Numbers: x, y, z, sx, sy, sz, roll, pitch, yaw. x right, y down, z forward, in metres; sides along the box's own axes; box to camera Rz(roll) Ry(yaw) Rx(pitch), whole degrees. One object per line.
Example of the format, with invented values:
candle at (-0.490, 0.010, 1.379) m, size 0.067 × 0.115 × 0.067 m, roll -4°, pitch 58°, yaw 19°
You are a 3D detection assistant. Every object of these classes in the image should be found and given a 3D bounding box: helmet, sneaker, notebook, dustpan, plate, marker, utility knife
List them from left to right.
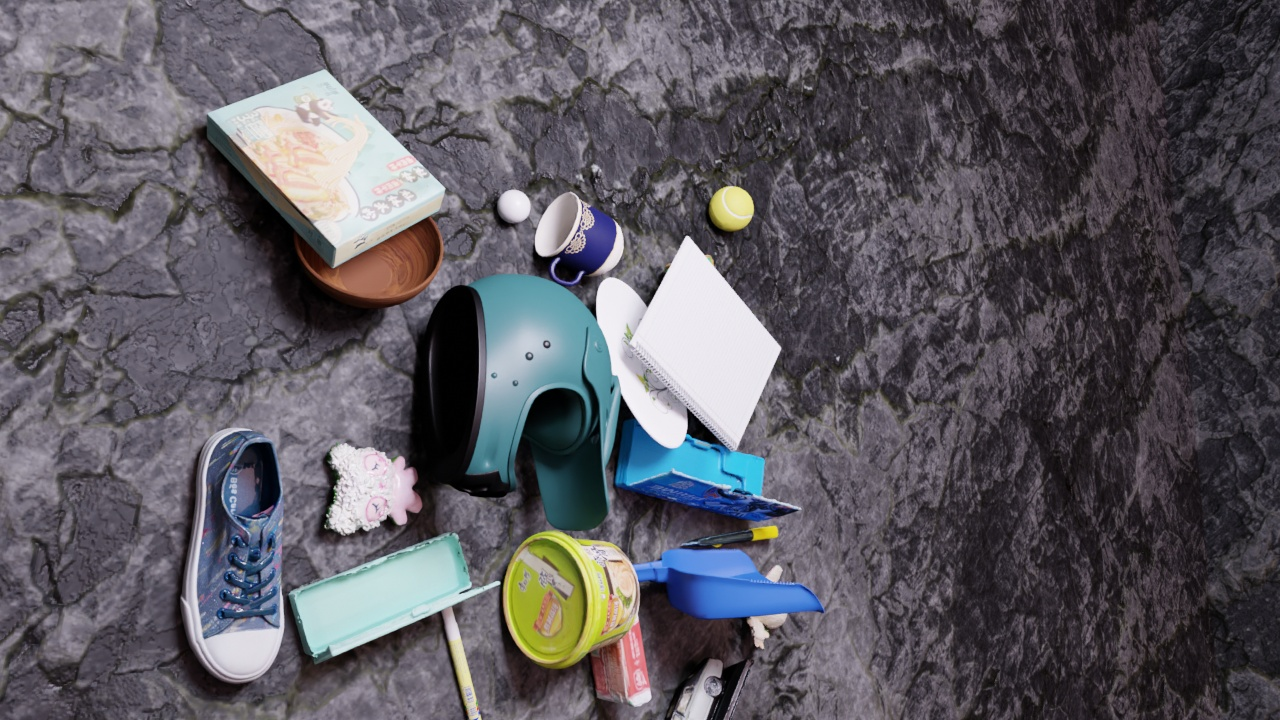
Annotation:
sneaker at (-0.365, 0.176, 0.838) m, size 0.087 × 0.079 × 0.235 m, roll 3°, pitch 79°, yaw -40°
marker at (-0.195, 0.326, 0.991) m, size 0.014 × 0.014 × 0.132 m, roll -14°, pitch 90°, yaw -41°
helmet at (-0.118, 0.042, 0.999) m, size 0.200 × 0.177 × 0.274 m, roll 11°, pitch 64°, yaw -36°
plate at (-0.007, 0.007, 1.162) m, size 0.229 × 0.030 × 0.228 m, roll 52°, pitch 25°, yaw -37°
dustpan at (0.057, 0.274, 1.124) m, size 0.257 × 0.246 × 0.059 m, roll -6°, pitch 89°, yaw -11°
notebook at (0.094, -0.017, 1.215) m, size 0.245 × 0.013 × 0.177 m, roll 45°, pitch 61°, yaw -35°
utility knife at (0.124, 0.245, 1.265) m, size 0.172 × 0.029 × 0.020 m, roll 2°, pitch 74°, yaw -38°

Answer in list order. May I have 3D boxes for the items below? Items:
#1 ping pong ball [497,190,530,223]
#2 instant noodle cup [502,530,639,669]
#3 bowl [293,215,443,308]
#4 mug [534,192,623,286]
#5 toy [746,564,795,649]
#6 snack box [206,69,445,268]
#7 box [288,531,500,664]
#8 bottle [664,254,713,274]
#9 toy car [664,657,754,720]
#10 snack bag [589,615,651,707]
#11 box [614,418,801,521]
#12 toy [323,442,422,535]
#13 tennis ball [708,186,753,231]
ping pong ball at (-0.154, -0.187, 1.115) m, size 0.040 × 0.040 × 0.040 m, roll 10°, pitch 75°, yaw -38°
instant noodle cup at (-0.073, 0.263, 1.027) m, size 0.097 × 0.146 × 0.146 m, roll 8°, pitch 75°, yaw -49°
bowl at (-0.286, -0.106, 0.960) m, size 0.147 × 0.069 × 0.147 m, roll 11°, pitch 54°, yaw -16°
mug at (-0.073, -0.139, 1.146) m, size 0.089 × 0.086 × 0.111 m, roll 25°, pitch 71°, yaw -36°
toy at (0.173, 0.339, 1.270) m, size 0.087 × 0.050 × 0.112 m, roll 44°, pitch 70°, yaw -30°
snack box at (-0.318, -0.199, 0.934) m, size 0.193 × 0.044 × 0.141 m, roll 44°, pitch 52°, yaw 8°
box at (-0.240, 0.236, 0.921) m, size 0.187 × 0.093 × 0.077 m, roll -14°, pitch 91°, yaw -40°
bottle at (0.089, -0.037, 1.267) m, size 0.067 × 0.068 × 0.210 m, roll -18°, pitch 97°, yaw -41°
toy car at (0.068, 0.455, 1.149) m, size 0.071 × 0.094 × 0.191 m, roll 26°, pitch 62°, yaw 1°
snack bag at (-0.029, 0.344, 1.084) m, size 0.036 × 0.077 × 0.116 m, roll -7°, pitch 85°, yaw -39°
box at (0.097, 0.147, 1.204) m, size 0.243 × 0.115 × 0.093 m, roll 20°, pitch 70°, yaw -35°
toy at (-0.273, 0.133, 0.953) m, size 0.108 × 0.041 × 0.095 m, roll 10°, pitch 73°, yaw -44°
tennis ball at (0.133, -0.222, 1.344) m, size 0.065 × 0.065 × 0.065 m, roll 10°, pitch 75°, yaw -38°
